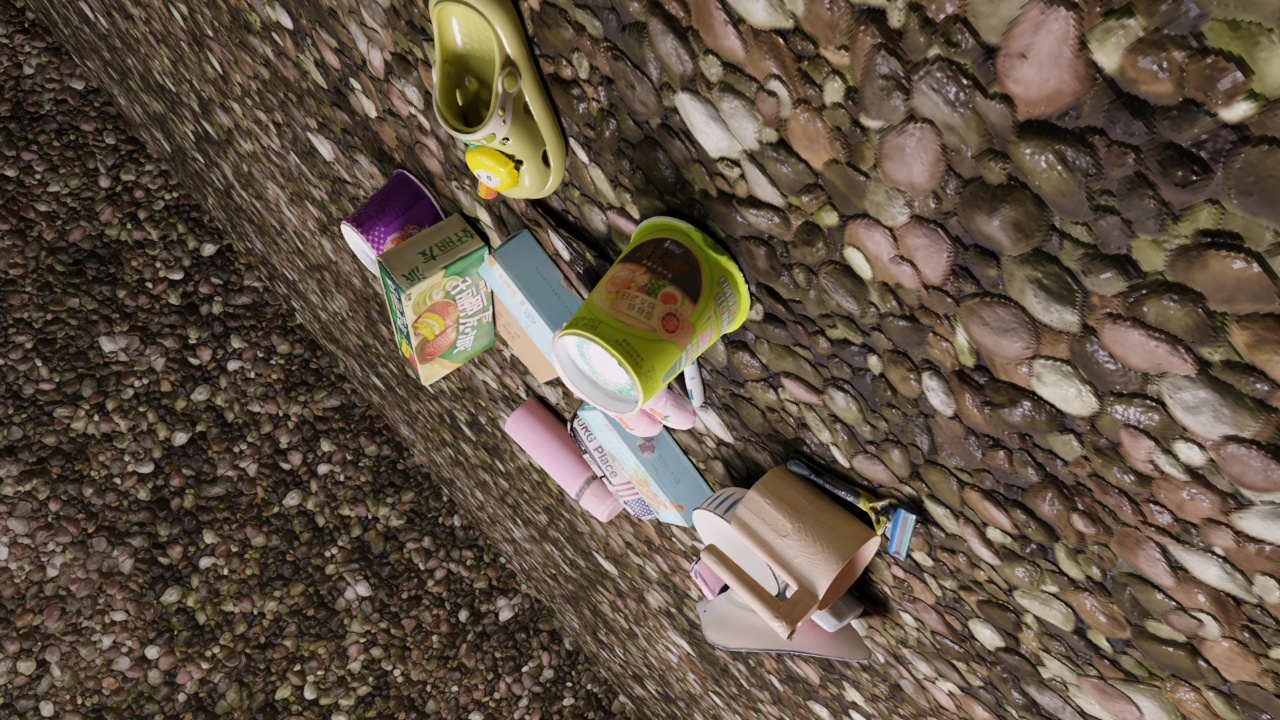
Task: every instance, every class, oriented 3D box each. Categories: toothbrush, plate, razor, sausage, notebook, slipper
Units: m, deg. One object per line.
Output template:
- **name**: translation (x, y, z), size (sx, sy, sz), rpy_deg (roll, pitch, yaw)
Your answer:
- **toothbrush**: translation (0.038, -0.020, 0.807), size (0.018, 0.016, 0.192), rpy_deg (46, 161, 38)
- **plate**: translation (0.141, 0.256, 0.924), size (0.164, 0.034, 0.163), rpy_deg (7, -179, -2)
- **razor**: translation (0.172, 0.110, 0.756), size (0.143, 0.022, 0.043), rpy_deg (31, 119, 48)
- **sausage**: translation (-0.136, -0.187, 0.849), size (0.021, 0.021, 0.165), rpy_deg (48, 159, 3)
- **notebook**: translation (-0.140, -0.040, 1.131), size (0.148, 0.008, 0.208), rpy_deg (52, 159, -7)
- **slipper**: translation (-0.124, -0.198, 0.711), size (0.092, 0.081, 0.191), rpy_deg (18, 142, 30)

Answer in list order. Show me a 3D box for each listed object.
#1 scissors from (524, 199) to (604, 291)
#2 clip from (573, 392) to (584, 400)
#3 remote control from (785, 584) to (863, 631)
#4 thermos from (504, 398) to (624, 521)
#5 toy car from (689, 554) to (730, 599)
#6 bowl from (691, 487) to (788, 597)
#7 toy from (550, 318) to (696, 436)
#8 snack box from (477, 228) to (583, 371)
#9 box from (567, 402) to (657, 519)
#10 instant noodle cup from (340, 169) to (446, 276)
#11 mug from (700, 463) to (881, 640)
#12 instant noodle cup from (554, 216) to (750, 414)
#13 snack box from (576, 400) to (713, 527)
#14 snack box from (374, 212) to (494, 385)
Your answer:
- **scissors**: translation (-0.047, -0.080, 0.811), size (0.208, 0.015, 0.185), rpy_deg (41, -169, -8)
- **clip**: translation (-0.071, 0.030, 1.098), size (0.026, 0.038, 0.058), rpy_deg (9, 154, 6)
- **remote control**: translation (0.175, 0.226, 0.864), size (0.056, 0.020, 0.136), rpy_deg (39, -172, 23)
- **thermos**: translation (-0.097, 0.141, 1.294), size (0.198, 0.067, 0.087), rpy_deg (40, -171, 17)
- **toy car**: translation (0.111, 0.287, 1.133), size (0.122, 0.056, 0.037), rpy_deg (53, 163, -11)
- **bowl**: translation (0.114, 0.170, 0.910), size (0.116, 0.066, 0.117), rpy_deg (40, 157, 21)
- **toy**: translation (-0.016, 0.017, 0.877), size (0.122, 0.054, 0.159), rpy_deg (-19, 122, 45)
- **snack box**: translation (-0.094, -0.050, 0.962), size (0.175, 0.051, 0.074), rpy_deg (53, 160, -7)
- **box**: translation (-0.018, 0.118, 1.101), size (0.087, 0.076, 0.163), rpy_deg (-22, 106, 48)
- **instant noodle cup**: translation (-0.299, -0.160, 1.115), size (0.111, 0.099, 0.112), rpy_deg (40, 159, 19)
- **mug**: translation (0.128, 0.164, 0.793), size (0.103, 0.124, 0.084), rpy_deg (39, 154, 28)
- **instant noodle cup**: translation (0.003, -0.027, 0.685), size (0.112, 0.123, 0.112), rpy_deg (29, 148, 21)
- **snack box**: translation (0.007, 0.106, 1.032), size (0.175, 0.051, 0.074), rpy_deg (53, 160, -12)
- **snack box**: translation (-0.245, -0.068, 1.121), size (0.063, 0.114, 0.241), rpy_deg (49, 157, 18)
